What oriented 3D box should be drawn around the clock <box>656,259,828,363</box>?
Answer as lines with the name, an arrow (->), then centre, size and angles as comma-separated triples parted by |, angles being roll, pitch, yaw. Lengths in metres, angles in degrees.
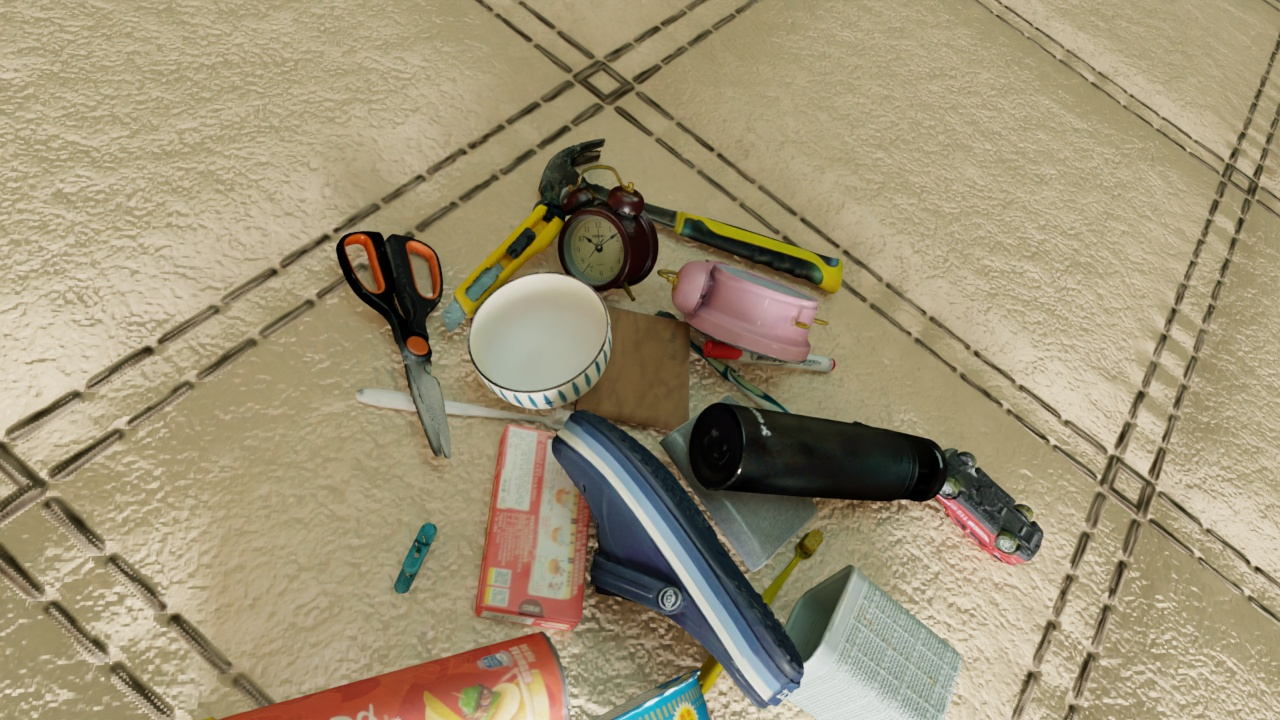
clock -> 0.088, -0.052, 0.838 | 0.158, 0.060, 0.117 | 22, 14, 18

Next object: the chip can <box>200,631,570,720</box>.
chip can -> -0.155, 0.231, 0.574 | 0.216, 0.073, 0.073 | -7, 61, -26

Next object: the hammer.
hammer -> 0.056, -0.138, 0.932 | 0.323, 0.032, 0.125 | 17, 54, -10

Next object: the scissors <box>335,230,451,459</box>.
scissors -> -0.201, -0.018, 0.742 | 0.139, 0.022, 0.234 | 21, 43, -24

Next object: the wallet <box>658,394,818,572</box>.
wallet -> 0.085, 0.100, 0.775 | 0.106, 0.037, 0.129 | -28, 78, -47

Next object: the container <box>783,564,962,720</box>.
container -> 0.169, 0.232, 0.691 | 0.111, 0.090, 0.089 | 37, 53, 2

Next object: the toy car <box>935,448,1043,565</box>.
toy car -> 0.309, 0.135, 0.837 | 0.120, 0.045, 0.052 | 47, 51, 6

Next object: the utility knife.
utility knife -> -0.118, -0.086, 0.810 | 0.033, 0.015, 0.176 | 37, 58, 0

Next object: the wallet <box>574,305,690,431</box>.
wallet -> -0.005, 0.005, 0.811 | 0.101, 0.020, 0.115 | 10, 59, -12

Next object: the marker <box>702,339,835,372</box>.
marker -> 0.124, -0.003, 0.864 | 0.145, 0.017, 0.017 | 7, 55, -27

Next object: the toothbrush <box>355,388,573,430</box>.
toothbrush -> -0.138, 0.038, 0.745 | 0.180, 0.016, 0.016 | 8, 49, -16

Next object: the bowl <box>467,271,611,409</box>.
bowl -> -0.078, -0.008, 0.758 | 0.116, 0.066, 0.116 | -4, 58, 7

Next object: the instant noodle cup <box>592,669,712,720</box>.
instant noodle cup -> 0.019, 0.277, 0.603 | 0.099, 0.099, 0.110 | -18, 74, -30

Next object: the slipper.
slipper -> 0.015, 0.149, 0.671 | 0.095, 0.105, 0.253 | -41, 68, 0

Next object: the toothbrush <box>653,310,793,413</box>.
toothbrush -> 0.088, 0.013, 0.850 | 0.191, 0.018, 0.016 | 38, 53, 8

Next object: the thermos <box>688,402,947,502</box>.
thermos -> 0.150, 0.078, 0.776 | 0.242, 0.068, 0.090 | 10, 24, -35

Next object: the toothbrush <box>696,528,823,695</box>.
toothbrush -> 0.094, 0.197, 0.728 | 0.015, 0.017, 0.189 | 42, 53, 10

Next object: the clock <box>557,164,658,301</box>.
clock -> -0.031, -0.115, 0.831 | 0.082, 0.122, 0.055 | 4, 16, 28

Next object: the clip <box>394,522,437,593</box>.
clip -> -0.162, 0.140, 0.664 | 0.013, 0.034, 0.054 | 25, 43, -8

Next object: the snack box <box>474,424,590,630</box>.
snack box -> -0.078, 0.125, 0.704 | 0.075, 0.026, 0.152 | 13, 54, -14
